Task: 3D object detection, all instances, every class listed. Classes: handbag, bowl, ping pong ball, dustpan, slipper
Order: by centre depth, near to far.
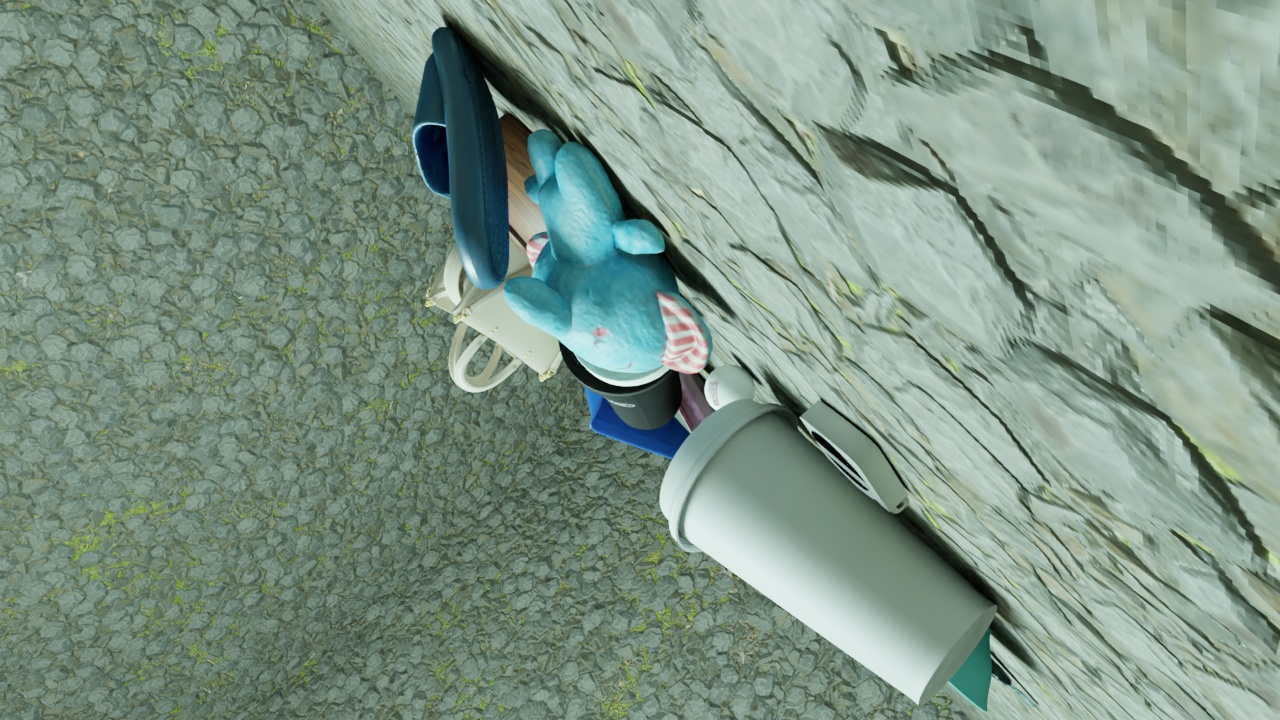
[{"bbox_3d":[-0.128,-0.144,0.633,0.104,0.059,0.213,77,-179,-60],"label":"slipper"},{"bbox_3d":[0.229,0.202,0.695,0.121,0.046,0.121,43,-177,-3],"label":"bowl"},{"bbox_3d":[0.072,0.023,0.737,0.040,0.040,0.040,47,178,2],"label":"ping pong ball"},{"bbox_3d":[-0.091,-0.131,0.786,0.147,0.069,0.147,47,178,2],"label":"bowl"},{"bbox_3d":[-0.133,-0.057,0.946,0.101,0.197,0.194,29,173,35],"label":"handbag"},{"bbox_3d":[-0.001,0.022,1.250,0.245,0.060,0.257,23,-155,-37],"label":"dustpan"}]

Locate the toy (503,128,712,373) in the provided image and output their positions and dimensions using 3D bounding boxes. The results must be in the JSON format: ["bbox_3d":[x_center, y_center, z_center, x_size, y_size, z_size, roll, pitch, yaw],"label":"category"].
[{"bbox_3d":[-0.036,-0.062,0.608,0.183,0.114,0.181,32,157,41],"label":"toy"}]

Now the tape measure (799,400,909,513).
[{"bbox_3d":[0.127,0.057,0.548,0.064,0.017,0.065,50,177,-39],"label":"tape measure"}]

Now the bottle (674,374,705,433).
[{"bbox_3d":[0.067,0.053,1.165,0.108,0.060,0.060,47,178,19],"label":"bottle"}]

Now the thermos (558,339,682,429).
[{"bbox_3d":[-0.005,0.005,0.845,0.106,0.105,0.219,47,173,17],"label":"thermos"}]

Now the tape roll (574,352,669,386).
[{"bbox_3d":[-0.010,-0.027,0.730,0.094,0.094,0.019,47,179,17],"label":"tape roll"}]

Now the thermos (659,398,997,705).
[{"bbox_3d":[0.129,0.132,0.646,0.222,0.131,0.131,37,173,33],"label":"thermos"}]

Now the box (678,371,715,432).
[{"bbox_3d":[0.056,0.048,0.993,0.098,0.041,0.232,47,-170,-47],"label":"box"}]

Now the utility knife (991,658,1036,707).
[{"bbox_3d":[0.288,0.250,0.828,0.198,0.020,0.028,43,-175,-3],"label":"utility knife"}]
